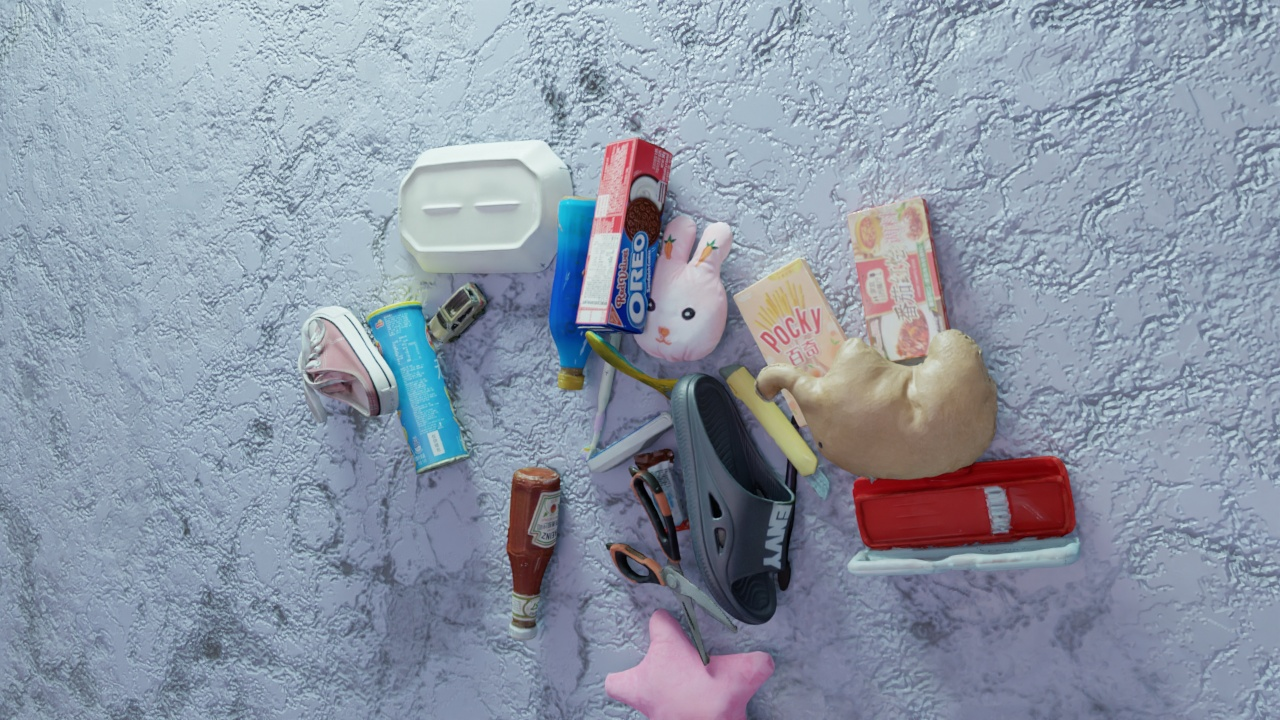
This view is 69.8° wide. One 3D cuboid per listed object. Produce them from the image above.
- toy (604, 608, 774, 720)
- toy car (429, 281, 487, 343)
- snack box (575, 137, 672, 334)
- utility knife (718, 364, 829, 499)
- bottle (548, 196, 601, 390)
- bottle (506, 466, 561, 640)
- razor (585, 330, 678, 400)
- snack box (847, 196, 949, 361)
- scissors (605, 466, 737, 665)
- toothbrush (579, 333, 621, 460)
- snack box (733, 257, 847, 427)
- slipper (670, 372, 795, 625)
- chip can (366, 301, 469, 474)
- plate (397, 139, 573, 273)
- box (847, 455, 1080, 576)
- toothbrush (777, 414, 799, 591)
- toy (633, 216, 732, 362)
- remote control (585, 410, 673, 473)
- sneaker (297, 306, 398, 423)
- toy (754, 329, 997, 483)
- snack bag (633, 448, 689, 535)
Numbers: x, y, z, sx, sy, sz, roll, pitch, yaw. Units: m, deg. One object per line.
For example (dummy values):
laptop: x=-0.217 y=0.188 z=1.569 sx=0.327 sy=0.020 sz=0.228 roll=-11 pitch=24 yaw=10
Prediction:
toy: x=0.046 y=0.376 z=1.007 sx=0.195 sy=0.074 sz=0.178 roll=13 pitch=87 yaw=30
toy car: x=-0.232 y=-0.058 z=1.150 sx=0.091 sy=0.035 sz=0.042 roll=-42 pitch=73 yaw=25
snack box: x=-0.018 y=-0.131 z=0.994 sx=0.058 sy=0.057 sz=0.207 roll=5 pitch=84 yaw=49
utility knife: x=0.143 y=0.071 z=0.967 sx=0.031 sy=0.019 sz=0.178 roll=-46 pitch=63 yaw=24
bottle: x=-0.071 y=-0.075 z=1.047 sx=0.065 sy=0.065 sz=0.219 roll=9 pitch=97 yaw=27
bottle: x=-0.133 y=0.233 z=1.103 sx=0.060 sy=0.059 sz=0.206 roll=9 pitch=97 yaw=27
razor: x=-0.006 y=0.006 z=1.013 sx=0.132 sy=0.028 sz=0.043 roll=31 pitch=140 yaw=4
snack box: x=0.254 y=-0.077 z=0.900 sx=0.075 sy=0.025 sz=0.153 roll=-10 pitch=88 yaw=27
scissors: x=0.028 y=0.219 z=0.993 sx=0.225 sy=0.015 sz=0.189 roll=20 pitch=116 yaw=48
toothbrush: x=-0.042 y=0.027 z=1.065 sx=0.020 sy=0.029 sz=0.189 roll=10 pitch=99 yaw=-16
snack box: x=0.168 y=-0.018 z=0.949 sx=0.085 sy=0.026 sz=0.157 roll=-31 pitch=80 yaw=25
slipper: x=0.103 y=0.136 z=0.941 sx=0.084 sy=0.110 sz=0.268 roll=-20 pitch=79 yaw=36
chip can: x=-0.281 y=0.034 z=1.161 sx=0.071 sy=0.071 sz=0.210 roll=-22 pitch=84 yaw=27
plate: x=-0.203 y=-0.188 z=1.127 sx=0.266 sy=0.034 sz=0.162 roll=4 pitch=95 yaw=27
box: x=0.293 y=0.146 z=0.854 sx=0.201 sy=0.100 sz=0.094 roll=-11 pitch=88 yaw=27
toothbrush: x=0.159 y=0.151 z=0.974 sx=0.014 sy=0.016 sz=0.189 roll=4 pitch=92 yaw=20
toy: x=0.046 y=-0.077 z=0.996 sx=0.121 sy=0.054 sz=0.159 roll=14 pitch=93 yaw=35
remote control: x=-0.003 y=0.091 z=1.032 sx=0.125 sy=0.049 sz=0.024 roll=-35 pitch=79 yaw=25
sneaker: x=-0.392 y=0.004 z=1.168 sx=0.241 sy=0.087 sz=0.118 roll=38 pitch=133 yaw=43
toy: x=0.221 y=0.048 z=0.875 sx=0.226 sy=0.082 sz=0.143 roll=-4 pitch=90 yaw=17
snack bag: x=0.027 y=0.150 z=1.018 sx=0.045 sy=0.026 sz=0.105 roll=-15 pitch=98 yaw=12
